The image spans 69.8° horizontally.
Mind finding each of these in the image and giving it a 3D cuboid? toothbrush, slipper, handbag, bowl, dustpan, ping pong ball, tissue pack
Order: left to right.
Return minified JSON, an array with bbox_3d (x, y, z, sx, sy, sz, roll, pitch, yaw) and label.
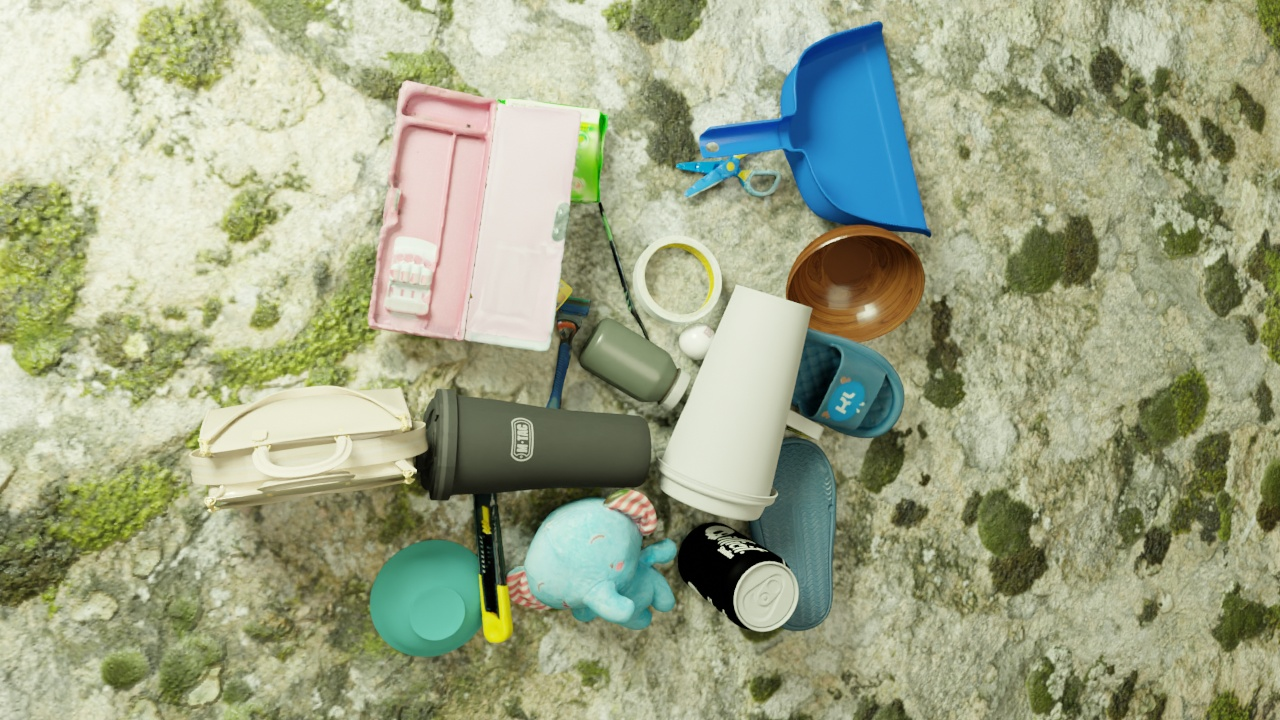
[{"bbox_3d":[-0.282,0.080,0.789,0.194,0.198,0.101,-7,97,-18],"label":"handbag"},{"bbox_3d":[-0.204,0.244,0.912,0.121,0.046,0.121,-2,96,-19],"label":"bowl"},{"bbox_3d":[-0.090,-0.209,0.917,0.114,0.034,0.099,2,96,-18],"label":"tissue pack"},{"bbox_3d":[-0.017,-0.075,0.965,0.017,0.014,0.188,-20,101,-9],"label":"toothbrush"},{"bbox_3d":[0.061,-0.021,0.982,0.040,0.040,0.040,-2,95,-19],"label":"ping pong ball"},{"bbox_3d":[0.166,0.194,1.032,0.103,0.059,0.213,0,83,-11],"label":"slipper"},{"bbox_3d":[0.182,-0.237,0.980,0.257,0.060,0.245,-10,85,-13],"label":"dustpan"},{"bbox_3d":[0.204,0.019,1.015,0.213,0.059,0.104,27,107,-15],"label":"slipper"},{"bbox_3d":[0.231,-0.096,1.010,0.147,0.068,0.147,0,131,0],"label":"bowl"}]

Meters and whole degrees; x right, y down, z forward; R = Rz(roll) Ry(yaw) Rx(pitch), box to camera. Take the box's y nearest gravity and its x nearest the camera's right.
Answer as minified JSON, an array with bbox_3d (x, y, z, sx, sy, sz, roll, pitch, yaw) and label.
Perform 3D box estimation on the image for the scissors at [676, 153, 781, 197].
[{"bbox_3d":[0.098,-0.199,0.996,0.132,0.020,0.097,-34,102,-14],"label":"scissors"}]

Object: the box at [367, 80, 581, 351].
[{"bbox_3d":[-0.155,-0.131,0.863,0.180,0.051,0.232,9,89,-4],"label":"box"}]

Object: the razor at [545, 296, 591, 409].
[{"bbox_3d":[-0.082,0.003,0.948,0.044,0.018,0.141,12,94,14],"label":"razor"}]

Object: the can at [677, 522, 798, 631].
[{"bbox_3d":[0.099,0.225,0.962,0.080,0.146,0.080,-2,95,-19],"label":"can"}]

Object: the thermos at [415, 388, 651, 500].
[{"bbox_3d":[-0.104,0.085,0.896,0.218,0.106,0.106,4,94,-17],"label":"thermos"}]

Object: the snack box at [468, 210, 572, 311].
[{"bbox_3d":[-0.147,-0.090,0.905,0.152,0.025,0.075,41,81,-13],"label":"snack box"}]

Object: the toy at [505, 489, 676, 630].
[{"bbox_3d":[-0.037,0.224,0.939,0.183,0.114,0.180,-38,113,9],"label":"toy"}]

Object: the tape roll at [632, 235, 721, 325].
[{"bbox_3d":[0.039,-0.084,0.968,0.094,0.019,0.094,2,81,-15],"label":"tape roll"}]

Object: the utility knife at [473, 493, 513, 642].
[{"bbox_3d":[-0.152,0.189,0.925,0.029,0.020,0.186,-9,85,16],"label":"utility knife"}]

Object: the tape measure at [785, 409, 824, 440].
[{"bbox_3d":[0.166,0.067,1.016,0.065,0.064,0.016,27,86,-13],"label":"tape measure"}]

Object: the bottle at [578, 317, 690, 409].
[{"bbox_3d":[-0.006,0.006,0.943,0.108,0.060,0.060,31,84,-8],"label":"bottle"}]

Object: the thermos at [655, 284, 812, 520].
[{"bbox_3d":[0.103,0.040,0.944,0.131,0.131,0.222,15,97,-20],"label":"thermos"}]
